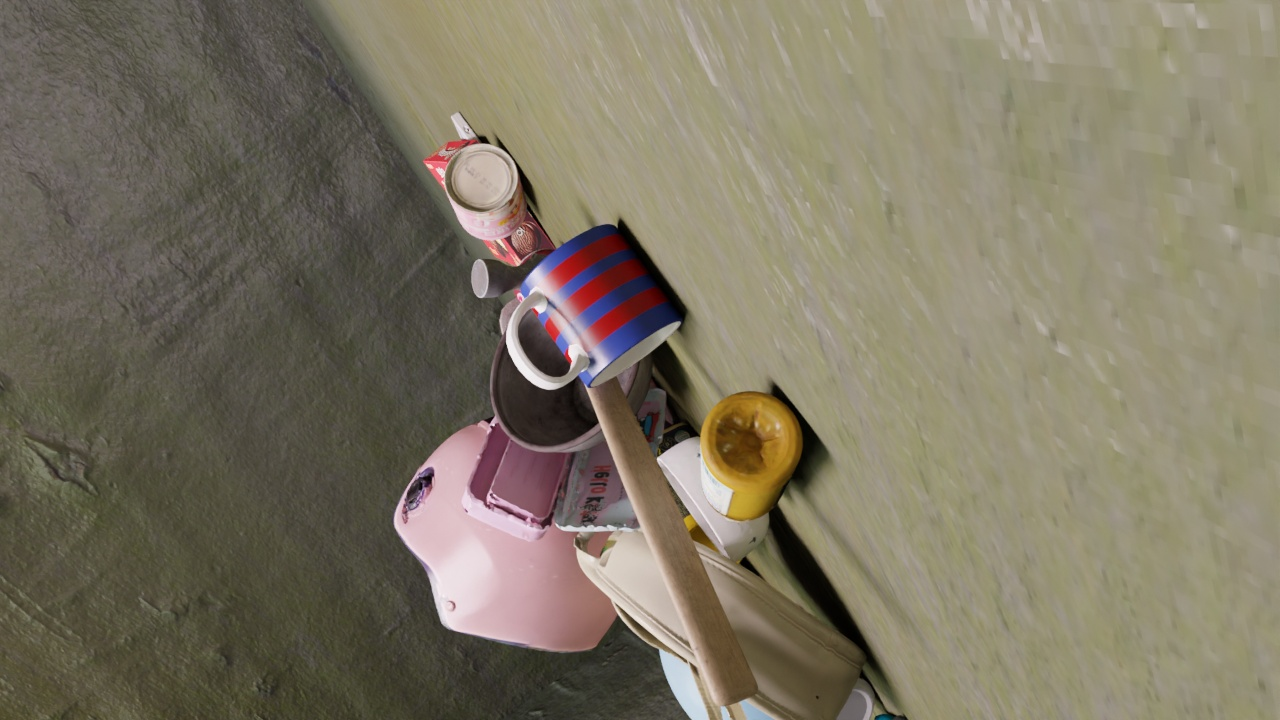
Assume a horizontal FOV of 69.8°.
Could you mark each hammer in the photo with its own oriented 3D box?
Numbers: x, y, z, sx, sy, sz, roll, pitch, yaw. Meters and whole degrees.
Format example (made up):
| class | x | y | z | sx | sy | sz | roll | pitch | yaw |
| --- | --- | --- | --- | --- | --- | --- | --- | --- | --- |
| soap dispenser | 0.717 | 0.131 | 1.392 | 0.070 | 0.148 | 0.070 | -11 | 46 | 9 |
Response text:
| class | x | y | z | sx | sy | sz | roll | pitch | yaw |
| --- | --- | --- | --- | --- | --- | --- | --- | --- | --- |
| hammer | -0.005 | 0.058 | 0.594 | 0.031 | 0.119 | 0.331 | -56 | 50 | 42 |

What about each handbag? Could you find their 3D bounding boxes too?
| class | x | y | z | sx | sy | sz | roll | pitch | yaw |
| --- | --- | --- | --- | --- | --- | --- | --- | --- | --- |
| handbag | 0.054 | 0.232 | 0.749 | 0.184 | 0.131 | 0.229 | 19 | 159 | 45 |

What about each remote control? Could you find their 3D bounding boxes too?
| class | x | y | z | sx | sy | sz | roll | pitch | yaw |
| --- | --- | --- | --- | --- | --- | --- | --- | --- | --- |
| remote control | -0.173 | -0.213 | 0.994 | 0.050 | 0.011 | 0.136 | 53 | 172 | 16 |

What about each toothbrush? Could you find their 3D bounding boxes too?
| class | x | y | z | sx | sy | sz | roll | pitch | yaw |
| --- | --- | --- | --- | --- | --- | --- | --- | --- | --- |
| toothbrush | -0.005 | 0.005 | 0.883 | 0.135 | 0.016 | 0.021 | 54 | 174 | -5 |

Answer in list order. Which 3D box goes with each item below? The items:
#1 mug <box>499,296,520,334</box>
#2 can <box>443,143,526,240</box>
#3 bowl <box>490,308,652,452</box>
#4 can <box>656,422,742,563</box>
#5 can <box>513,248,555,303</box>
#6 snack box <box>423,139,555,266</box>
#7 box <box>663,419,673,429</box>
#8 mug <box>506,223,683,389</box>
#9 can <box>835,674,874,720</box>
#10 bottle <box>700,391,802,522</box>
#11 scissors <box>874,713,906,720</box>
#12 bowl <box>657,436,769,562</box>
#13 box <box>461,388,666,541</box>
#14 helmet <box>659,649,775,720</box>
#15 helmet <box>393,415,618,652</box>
| class | x | y | z | sx | sy | sz | roll | pitch | yaw |
| --- | --- | --- | --- | --- | --- | --- | --- | --- | --- |
| mug | -0.083 | -0.018 | 0.923 | 0.123 | 0.110 | 0.096 | 58 | 167 | -17 |
| can | -0.140 | -0.152 | 0.838 | 0.067 | 0.067 | 0.076 | 54 | 172 | 8 |
| bowl | -0.045 | 0.011 | 0.744 | 0.067 | 0.145 | 0.145 | 31 | -165 | -52 |
| can | 0.043 | 0.137 | 0.861 | 0.101 | 0.072 | 0.131 | 54 | 161 | 34 |
| can | -0.067 | -0.049 | 0.844 | 0.114 | 0.063 | 0.063 | 51 | 172 | 32 |
| snack box | -0.161 | -0.165 | 0.965 | 0.132 | 0.035 | 0.152 | 54 | 170 | -23 |
| box | 0.036 | 0.107 | 0.997 | 0.214 | 0.090 | 0.092 | 55 | -144 | -2 |
| mug | -0.038 | -0.027 | 0.574 | 0.076 | 0.111 | 0.075 | 55 | 143 | 7 |
| can | 0.165 | 0.305 | 0.895 | 0.070 | 0.070 | 0.132 | 59 | 172 | -25 |
| bottle | 0.063 | 0.068 | 0.557 | 0.053 | 0.053 | 0.186 | 53 | 173 | 16 |
| scissors | 0.233 | 0.335 | 0.799 | 0.120 | 0.019 | 0.150 | 58 | 171 | -14 |
| bowl | 0.063 | 0.105 | 0.729 | 0.105 | 0.054 | 0.105 | 56 | 175 | 7 |
| box | -0.060 | 0.079 | 0.788 | 0.201 | 0.155 | 0.059 | -77 | 0 | -58 |
| helmet | 0.111 | 0.356 | 1.127 | 0.225 | 0.167 | 0.265 | 49 | -171 | -49 |
| helmet | -0.102 | 0.143 | 0.872 | 0.229 | 0.153 | 0.255 | 22 | -157 | -29 |
